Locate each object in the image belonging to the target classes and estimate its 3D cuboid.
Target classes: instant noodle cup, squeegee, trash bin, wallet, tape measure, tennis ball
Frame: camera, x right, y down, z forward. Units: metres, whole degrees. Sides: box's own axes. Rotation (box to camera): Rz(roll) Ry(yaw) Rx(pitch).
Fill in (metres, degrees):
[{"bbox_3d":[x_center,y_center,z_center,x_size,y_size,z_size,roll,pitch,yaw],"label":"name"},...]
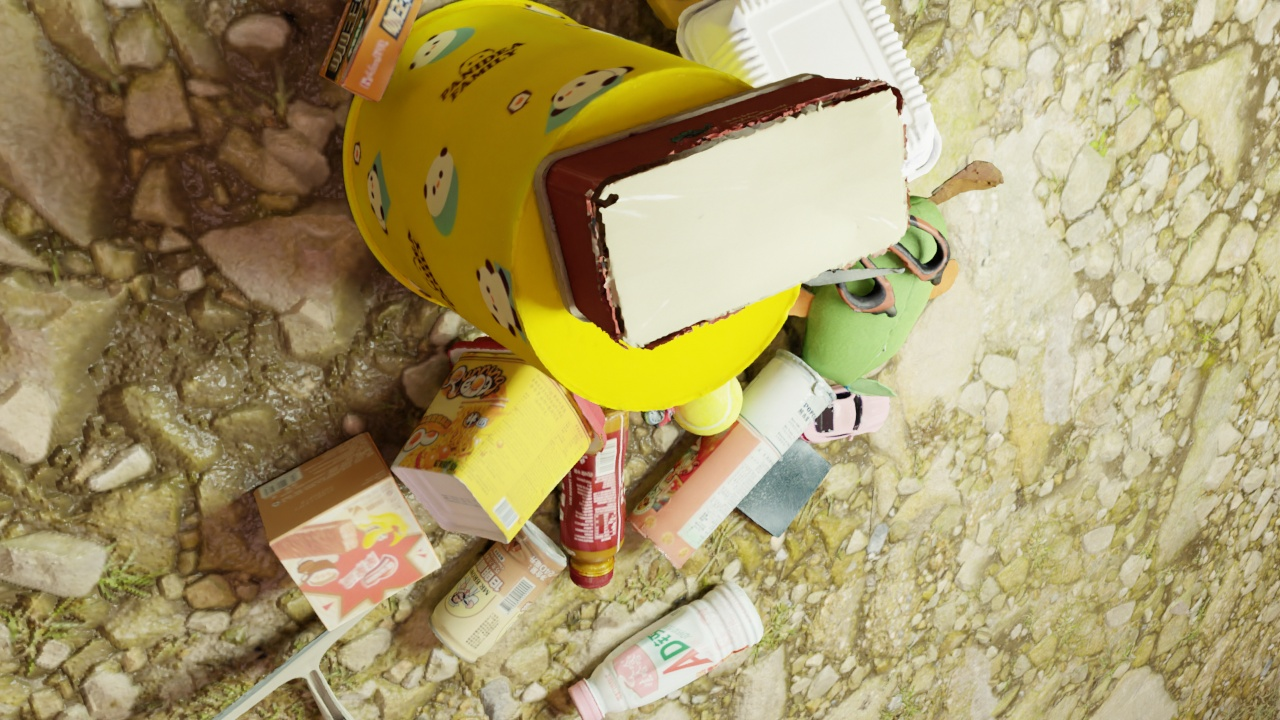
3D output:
[{"bbox_3d":[-0.106,0.059,0.675,0.123,0.116,0.116,-57,133,-34],"label":"instant noodle cup"},{"bbox_3d":[0.118,-0.183,0.605,0.138,0.060,0.173,-27,96,-4],"label":"instant noodle cup"},{"bbox_3d":[-0.247,0.309,0.770,0.245,0.039,0.247,-38,133,-32],"label":"squeegee"},{"bbox_3d":[-0.042,-0.101,0.573,0.229,0.255,0.230,-12,116,-26],"label":"trash bin"},{"bbox_3d":[0.135,0.118,0.922,0.097,0.019,0.121,-51,128,-2],"label":"wallet"},{"bbox_3d":[0.023,-0.281,0.671,0.057,0.029,0.060,-49,126,-2],"label":"tape measure"},{"bbox_3d":[0.057,0.033,0.807,0.065,0.065,0.065,-12,117,-26],"label":"tennis ball"}]

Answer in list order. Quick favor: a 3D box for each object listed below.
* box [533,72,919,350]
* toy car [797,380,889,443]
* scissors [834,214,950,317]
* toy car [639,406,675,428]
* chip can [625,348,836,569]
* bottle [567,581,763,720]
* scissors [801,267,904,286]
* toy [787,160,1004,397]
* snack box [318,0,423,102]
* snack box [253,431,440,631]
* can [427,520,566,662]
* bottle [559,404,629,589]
[{"bbox_3d":[0.047,-0.070,0.430,0.168,0.079,0.091,-23,119,-20],"label":"box"},{"bbox_3d":[0.203,0.051,0.915,0.122,0.037,0.056,-8,103,-29],"label":"toy car"},{"bbox_3d":[0.146,-0.092,0.700,0.206,0.015,0.195,-9,131,-9],"label":"scissors"},{"bbox_3d":[-0.005,0.005,0.767,0.045,0.053,0.120,-34,126,-9],"label":"toy car"},{"bbox_3d":[0.083,0.091,0.845,0.214,0.071,0.071,-47,126,-4],"label":"chip can"},{"bbox_3d":[0.023,0.292,0.907,0.196,0.068,0.068,-26,122,-14],"label":"bottle"},{"bbox_3d":[0.082,-0.053,0.729,0.224,0.021,0.221,10,151,-3],"label":"scissors"},{"bbox_3d":[0.204,-0.071,0.807,0.226,0.090,0.247,-7,133,-24],"label":"toy"},{"bbox_3d":[-0.149,-0.237,0.560,0.026,0.075,0.154,20,100,-36],"label":"snack box"},{"bbox_3d":[-0.217,0.125,0.681,0.092,0.077,0.094,-29,123,-17],"label":"snack box"},{"bbox_3d":[-0.121,0.194,0.780,0.116,0.058,0.058,-47,126,-4],"label":"can"},{"bbox_3d":[-0.041,0.115,0.791,0.057,0.057,0.175,-10,116,-27],"label":"bottle"}]
